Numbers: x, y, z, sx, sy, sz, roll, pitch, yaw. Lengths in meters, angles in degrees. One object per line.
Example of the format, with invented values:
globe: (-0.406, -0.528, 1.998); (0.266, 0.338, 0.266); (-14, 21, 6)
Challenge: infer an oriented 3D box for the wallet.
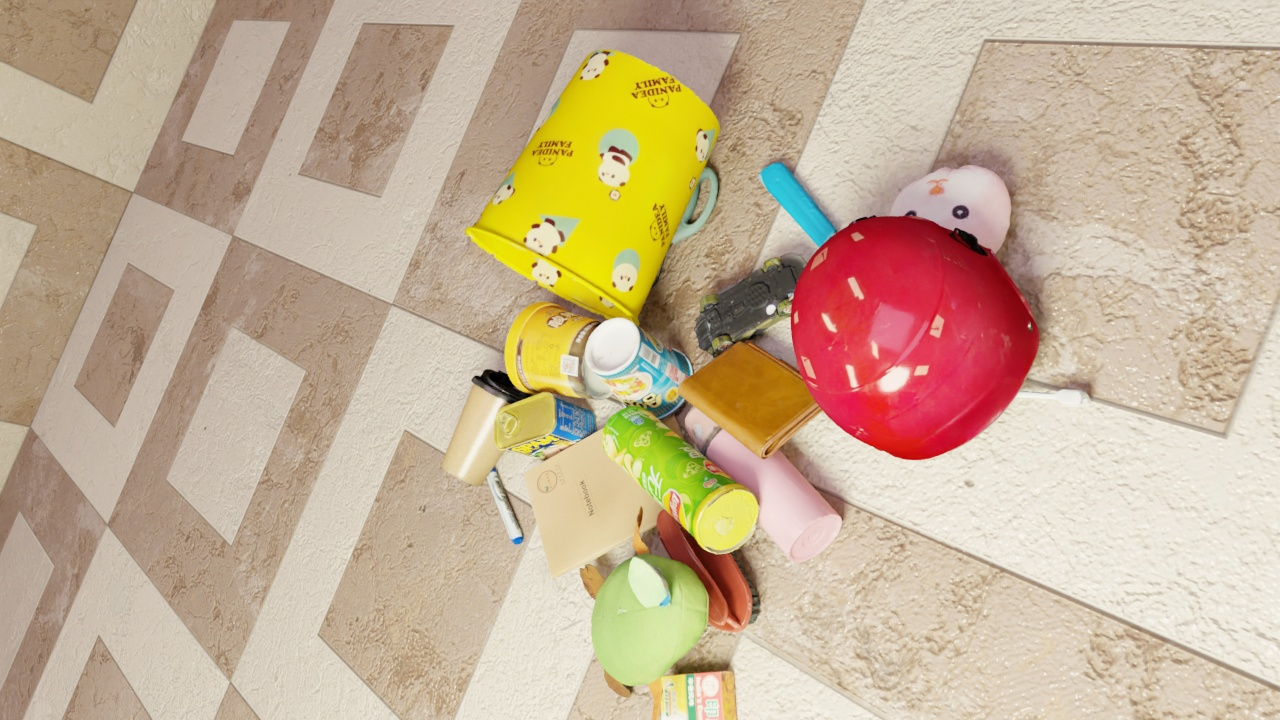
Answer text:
wallet: (0.123, 0.031, 0.954); (0.118, 0.035, 0.131); (-33, 46, -21)

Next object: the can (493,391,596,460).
can: (-0.117, 0.085, 1.141); (0.102, 0.083, 0.057); (-21, 61, 33)

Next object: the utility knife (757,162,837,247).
utility knife: (0.193, -0.151, 1.015); (0.034, 0.018, 0.218); (-43, 50, 17)

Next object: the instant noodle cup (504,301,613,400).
instant noodle cup: (-0.087, -0.007, 1.135); (0.115, 0.118, 0.118); (13, 82, 35)

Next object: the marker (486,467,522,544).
marker: (-0.184, 0.180, 1.205); (0.017, 0.017, 0.145); (-45, 51, 18)

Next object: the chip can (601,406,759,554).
chip can: (0.034, 0.117, 0.960); (0.072, 0.072, 0.221); (-61, 35, 4)

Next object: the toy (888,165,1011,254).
toy: (0.298, -0.112, 0.895); (0.121, 0.054, 0.159); (-2, 80, 40)

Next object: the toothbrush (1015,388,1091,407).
toothbrush: (0.319, 0.030, 0.847); (0.180, 0.016, 0.016); (3, 72, 43)

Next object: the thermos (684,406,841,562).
thermos: (0.117, 0.123, 0.950); (0.198, 0.067, 0.087); (47, 134, 40)

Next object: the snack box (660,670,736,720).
snack box: (0.060, 0.394, 0.914); (0.077, 0.027, 0.155); (-18, 63, 34)

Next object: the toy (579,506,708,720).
toy: (0.001, 0.263, 0.932); (0.247, 0.090, 0.226); (134, 132, -60)

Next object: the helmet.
helmet: (0.222, -0.033, 0.830); (0.207, 0.143, 0.240); (-44, 60, 26)

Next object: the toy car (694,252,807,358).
toy car: (0.126, -0.060, 1.021); (0.158, 0.042, 0.070); (-31, 56, 28)

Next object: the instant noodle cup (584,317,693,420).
instant noodle cup: (-0.006, 0.006, 1.050); (0.099, 0.110, 0.099); (-14, 58, 24)

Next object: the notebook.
notebook: (-0.035, 0.146, 1.070); (0.208, 0.008, 0.147); (-30, 54, 13)

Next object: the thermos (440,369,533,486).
thermos: (-0.201, 0.087, 1.201); (0.093, 0.093, 0.143); (29, 91, 42)

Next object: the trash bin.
trash bin: (-0.045, -0.203, 1.085); (0.230, 0.229, 0.255); (24, 83, 42)

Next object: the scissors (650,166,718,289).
scissors: (0.027, -0.171, 1.164); (0.143, 0.019, 0.180); (33, 97, 42)

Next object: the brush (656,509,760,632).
brush: (0.068, 0.216, 0.947); (0.063, 0.069, 0.145); (-46, 50, 18)
